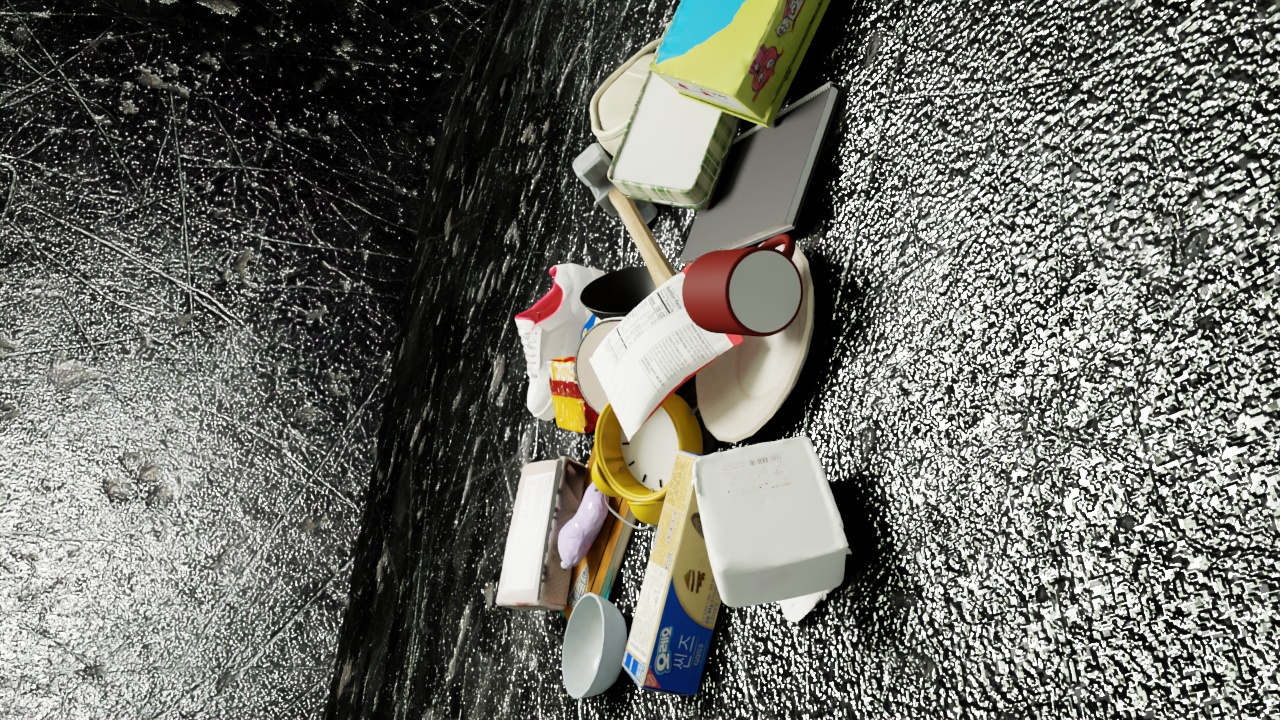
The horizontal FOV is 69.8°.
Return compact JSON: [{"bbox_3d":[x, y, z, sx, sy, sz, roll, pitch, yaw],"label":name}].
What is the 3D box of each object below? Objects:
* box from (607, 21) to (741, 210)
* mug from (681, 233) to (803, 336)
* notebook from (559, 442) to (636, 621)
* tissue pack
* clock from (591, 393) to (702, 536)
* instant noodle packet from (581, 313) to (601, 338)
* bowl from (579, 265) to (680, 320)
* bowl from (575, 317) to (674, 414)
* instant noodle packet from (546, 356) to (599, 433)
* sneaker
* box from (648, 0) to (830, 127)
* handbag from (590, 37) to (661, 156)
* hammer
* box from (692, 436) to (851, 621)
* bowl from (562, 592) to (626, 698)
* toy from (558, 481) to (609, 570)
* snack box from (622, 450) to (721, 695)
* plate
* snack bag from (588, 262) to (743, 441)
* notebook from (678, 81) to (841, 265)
[{"bbox_3d":[0.051,-0.269,0.996,0.118,0.050,0.205,14,78,32],"label":"box"},{"bbox_3d":[0.096,-0.070,0.781,0.105,0.073,0.083,-47,19,-13],"label":"mug"},{"bbox_3d":[-0.049,0.202,1.075,0.178,0.014,0.249,35,107,67],"label":"notebook"},{"bbox_3d":[-0.117,0.216,1.135,0.104,0.071,0.181,-18,60,46],"label":"tissue pack"},{"bbox_3d":[0.004,0.097,0.927,0.113,0.052,0.152,31,112,35],"label":"clock"},{"bbox_3d":[-0.045,-0.036,1.204,0.135,0.026,0.087,-51,38,43],"label":"instant noodle packet"},{"bbox_3d":[-0.004,-0.060,1.060,0.124,0.124,0.052,-119,16,-60],"label":"bowl"},{"bbox_3d":[-0.006,0.006,0.987,0.065,0.116,0.117,-24,-34,-59],"label":"bowl"},{"bbox_3d":[-0.088,0.043,1.212,0.136,0.039,0.098,-179,83,-67],"label":"instant noodle packet"},{"bbox_3d":[-0.134,-0.030,1.308,0.237,0.104,0.090,-65,24,21],"label":"sneaker"},{"bbox_3d":[0.114,-0.357,0.897,0.124,0.082,0.221,28,96,34],"label":"box"},{"bbox_3d":[0.032,-0.315,1.165,0.184,0.132,0.229,-46,30,3],"label":"handbag"},{"bbox_3d":[0.002,-0.145,1.064,0.051,0.117,0.322,-40,36,12],"label":"hammer"},{"bbox_3d":[0.101,0.141,0.695,0.130,0.103,0.109,79,179,-47],"label":"box"},{"bbox_3d":[-0.044,0.301,0.963,0.107,0.039,0.106,-47,34,48],"label":"bowl"},{"bbox_3d":[-0.064,0.185,1.052,0.100,0.036,0.080,-59,16,23],"label":"toy"},{"bbox_3d":[0.042,0.188,0.818,0.056,0.057,0.206,-172,97,-71],"label":"snack box"},{"bbox_3d":[0.108,-0.016,0.832,0.189,0.027,0.188,-47,34,48],"label":"plate"},{"bbox_3d":[0.017,-0.012,0.888,0.144,0.039,0.130,-43,43,13],"label":"snack bag"},{"bbox_3d":[0.113,-0.177,0.913,0.207,0.016,0.148,-11,56,65],"label":"notebook"}]
